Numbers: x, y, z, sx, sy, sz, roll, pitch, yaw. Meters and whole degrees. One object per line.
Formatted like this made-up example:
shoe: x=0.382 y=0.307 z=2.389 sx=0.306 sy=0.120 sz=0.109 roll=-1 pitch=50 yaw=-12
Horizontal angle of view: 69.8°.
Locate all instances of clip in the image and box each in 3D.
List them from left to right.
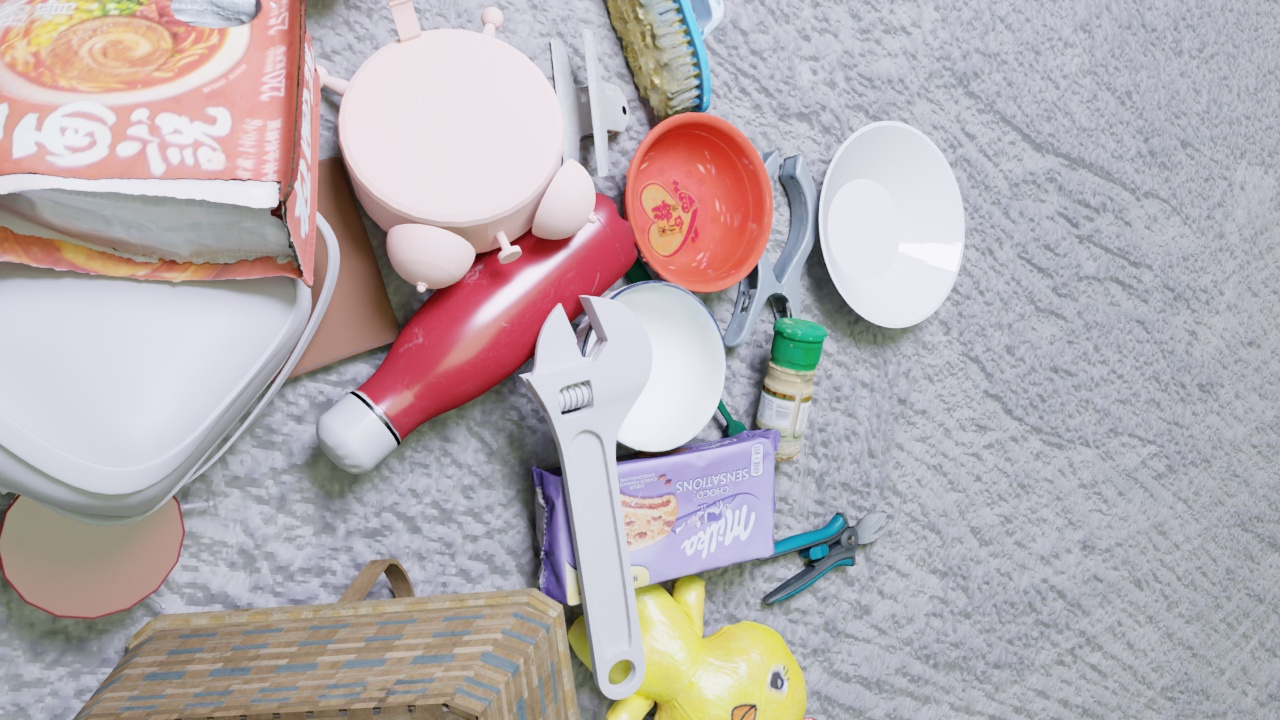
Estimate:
clip: x=-0.036 y=-0.179 z=0.653 sx=0.057 sy=0.054 sz=0.102 roll=-5 pitch=95 yaw=4
clip: x=0.093 y=-0.087 z=0.731 sx=0.106 sy=0.028 sz=0.163 roll=1 pitch=90 yaw=-30

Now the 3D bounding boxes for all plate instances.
plate: x=0.207 y=-0.115 z=0.793 sx=0.173 sy=0.036 sz=0.174 roll=-1 pitch=92 yaw=-31

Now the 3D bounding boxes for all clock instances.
clock: x=-0.300 y=0.087 z=0.485 sx=0.124 sy=0.044 sz=0.087 roll=27 pitch=77 yaw=-29
clock: x=-0.110 y=-0.133 z=0.547 sx=0.131 sy=0.086 sz=0.160 roll=-24 pitch=85 yaw=-15

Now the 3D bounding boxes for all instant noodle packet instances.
instant noodle packet: x=-0.273 y=-0.118 z=0.442 sx=0.220 sy=0.084 sz=0.164 roll=-2 pitch=59 yaw=-14

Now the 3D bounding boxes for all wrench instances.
wrench: x=-0.020 y=0.093 z=0.603 sx=0.086 sy=0.018 sz=0.273 roll=-14 pitch=103 yaw=-25

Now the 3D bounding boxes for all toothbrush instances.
toothbrush: x=0.035 y=-0.006 z=0.704 sx=0.016 sy=0.017 sz=0.190 roll=-35 pitch=108 yaw=-8

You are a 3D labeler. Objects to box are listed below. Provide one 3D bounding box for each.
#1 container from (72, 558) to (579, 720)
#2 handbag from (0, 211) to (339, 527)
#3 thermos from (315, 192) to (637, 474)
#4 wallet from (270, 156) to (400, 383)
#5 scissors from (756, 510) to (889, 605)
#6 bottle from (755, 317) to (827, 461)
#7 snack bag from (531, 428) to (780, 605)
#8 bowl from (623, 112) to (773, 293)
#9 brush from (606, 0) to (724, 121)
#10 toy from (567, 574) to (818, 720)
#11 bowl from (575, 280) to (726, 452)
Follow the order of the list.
container: x=-0.157 y=0.206 z=0.510 sx=0.250 sy=0.186 sz=0.157 roll=-6 pitch=95 yaw=6
handbag: x=-0.292 y=-0.042 z=0.463 sx=0.222 sy=0.096 sz=0.215 roll=35 pitch=52 yaw=-9
thermos: x=-0.104 y=-0.020 z=0.585 sx=0.239 sy=0.073 sz=0.073 roll=-44 pitch=112 yaw=-23
wallet: x=-0.204 y=-0.056 z=0.557 sx=0.087 sy=0.013 sz=0.121 roll=-22 pitch=101 yaw=-29
scissors: x=0.153 y=0.158 z=0.778 sx=0.149 sy=0.019 sz=0.130 roll=34 pitch=75 yaw=-26
bottle: x=0.116 y=0.023 z=0.722 sx=0.043 sy=0.043 sz=0.111 roll=-3 pitch=112 yaw=-31
snack bag: x=0.016 y=0.107 z=0.668 sx=0.205 sy=0.058 sz=0.096 roll=-5 pitch=96 yaw=-30
bowl: x=0.035 y=-0.115 z=0.683 sx=0.130 sy=0.045 sz=0.130 roll=-1 pitch=92 yaw=-31
brush: x=0.025 y=-0.247 z=0.668 sx=0.075 sy=0.055 sz=0.136 roll=-28 pitch=106 yaw=-23
toy: x=0.042 y=0.240 z=0.676 sx=0.207 sy=0.092 sz=0.133 roll=44 pitch=68 yaw=-14
bowl: x=-0.004 y=0.004 z=0.653 sx=0.118 sy=0.062 sz=0.118 roll=-1 pitch=91 yaw=-31
